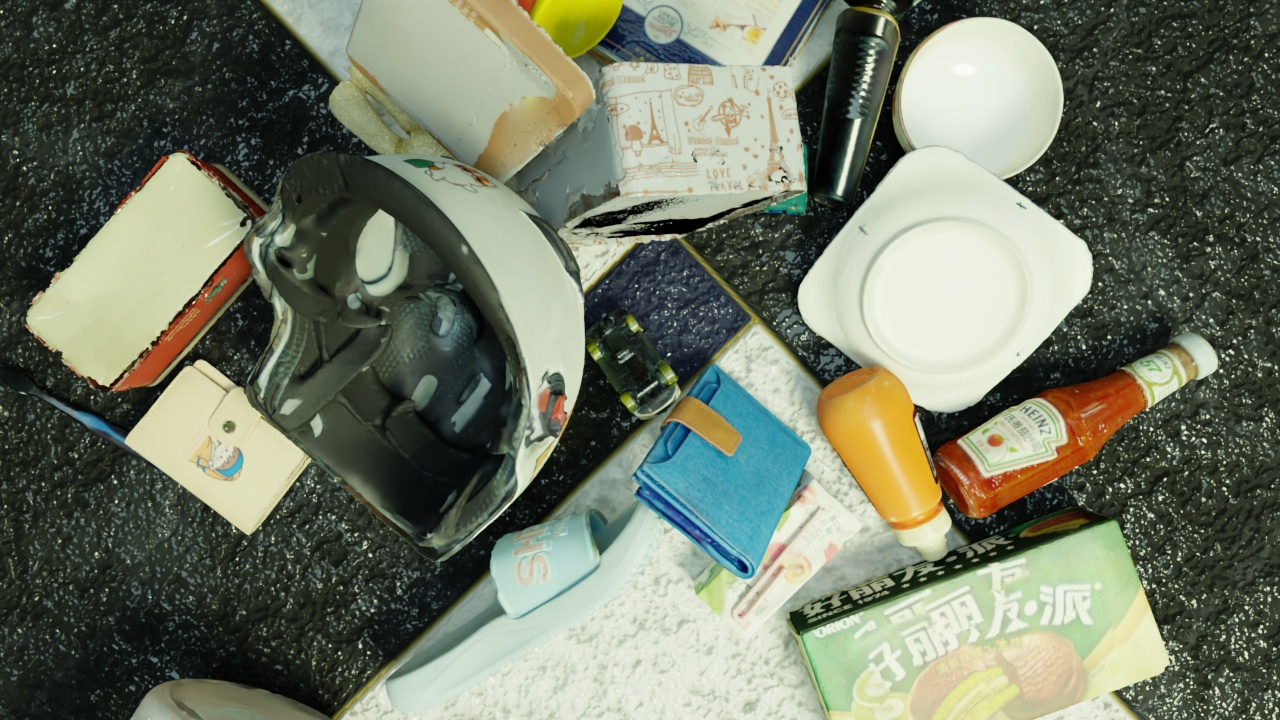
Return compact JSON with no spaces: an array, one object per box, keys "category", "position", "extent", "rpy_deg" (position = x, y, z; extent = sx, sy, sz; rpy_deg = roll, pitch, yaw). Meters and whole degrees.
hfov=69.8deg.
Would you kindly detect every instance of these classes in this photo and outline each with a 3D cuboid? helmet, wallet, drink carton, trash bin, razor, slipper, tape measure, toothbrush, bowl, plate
[{"category":"helmet","position":[-0.125,-0.017,0.594],"extent":[0.230,0.156,0.275],"rpy_deg":[33,128,17]},{"category":"wallet","position":[0.060,0.071,0.635],"extent":[0.106,0.132,0.040],"rpy_deg":[41,131,-1]},{"category":"wallet","position":[-0.310,0.061,0.684],"extent":[0.115,0.024,0.087],"rpy_deg":[37,84,0]},{"category":"drink carton","position":[0.099,0.142,0.672],"extent":[0.053,0.045,0.122],"rpy_deg":[45,92,-1]},{"category":"trash bin","position":[-0.294,0.331,0.610],"extent":[0.227,0.228,0.192],"rpy_deg":[21,79,0]},{"category":"razor","position":[0.153,-0.191,0.650],"extent":[0.062,0.067,0.168],"rpy_deg":[15,110,18]},{"category":"slipper","position":[-0.085,0.160,0.650],"extent":[0.245,0.104,0.074],"rpy_deg":[-35,89,7]},{"category":"tape measure","position":[0.098,-0.135,0.676],"extent":[0.054,0.025,0.058],"rpy_deg":[1,91,0]},{"category":"toothbrush","position":[-0.399,0.055,0.693],"extent":[0.189,0.016,0.014],"rpy_deg":[31,82,-3]},{"category":"bowl","position":[0.232,-0.179,0.655],"extent":[0.113,0.062,0.113],"rpy_deg":[0,93,0]},{"category":"plate","position":[0.210,-0.047,0.640],"extent":[0.163,0.034,0.165],"rpy_deg":[34,115,-4]}]

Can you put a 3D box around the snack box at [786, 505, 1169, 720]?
[{"category":"snack box","position":[0.238,0.201,0.662],"extent":[0.240,0.063,0.114],"rpy_deg":[-20,90,1]}]

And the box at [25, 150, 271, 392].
[{"category":"box","position":[-0.347,-0.064,0.655],"extent":[0.091,0.079,0.168],"rpy_deg":[42,91,-1]}]

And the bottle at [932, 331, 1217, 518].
[{"category":"bottle","position":[0.313,0.042,0.660],"extent":[0.206,0.060,0.060],"rpy_deg":[-29,91,1]}]

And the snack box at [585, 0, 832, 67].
[{"category":"snack box","position":[0.044,-0.280,0.663],"extent":[0.178,0.046,0.182],"rpy_deg":[32,91,0]}]

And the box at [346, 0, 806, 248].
[{"category":"box","position":[-0.047,-0.145,0.567],"extent":[0.273,0.179,0.126],"rpy_deg":[19,78,-23]}]

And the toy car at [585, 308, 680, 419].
[{"category":"toy car","position":[-0.004,0.004,0.657],"extent":[0.042,0.035,0.090],"rpy_deg":[-38,56,5]}]

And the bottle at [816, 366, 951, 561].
[{"category":"bottle","position":[0.184,0.079,0.664],"extent":[0.067,0.066,0.149],"rpy_deg":[-28,98,1]}]

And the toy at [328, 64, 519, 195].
[{"category":"toy","position":[-0.153,-0.148,0.658],"extent":[0.157,0.066,0.105],"rpy_deg":[45,74,-8]}]

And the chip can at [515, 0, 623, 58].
[{"category":"chip can","position":[-0.098,-0.301,0.621],"extent":[0.073,0.073,0.216],"rpy_deg":[-36,71,1]}]
